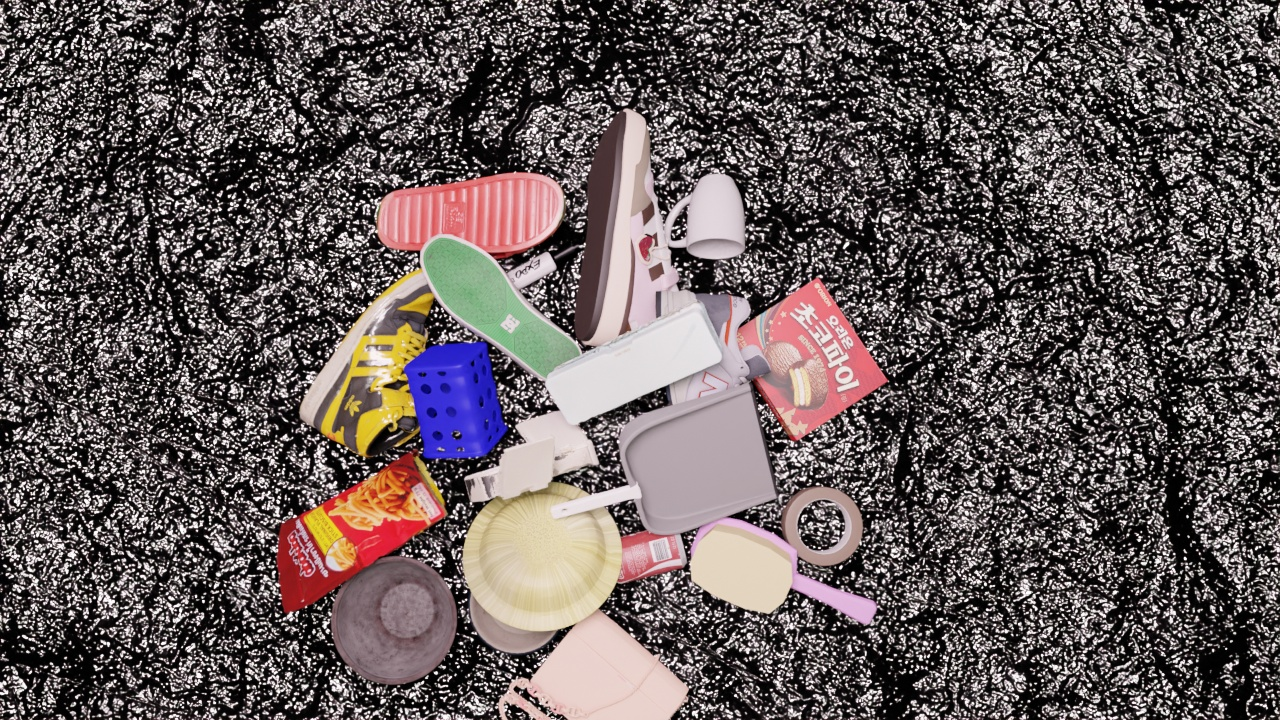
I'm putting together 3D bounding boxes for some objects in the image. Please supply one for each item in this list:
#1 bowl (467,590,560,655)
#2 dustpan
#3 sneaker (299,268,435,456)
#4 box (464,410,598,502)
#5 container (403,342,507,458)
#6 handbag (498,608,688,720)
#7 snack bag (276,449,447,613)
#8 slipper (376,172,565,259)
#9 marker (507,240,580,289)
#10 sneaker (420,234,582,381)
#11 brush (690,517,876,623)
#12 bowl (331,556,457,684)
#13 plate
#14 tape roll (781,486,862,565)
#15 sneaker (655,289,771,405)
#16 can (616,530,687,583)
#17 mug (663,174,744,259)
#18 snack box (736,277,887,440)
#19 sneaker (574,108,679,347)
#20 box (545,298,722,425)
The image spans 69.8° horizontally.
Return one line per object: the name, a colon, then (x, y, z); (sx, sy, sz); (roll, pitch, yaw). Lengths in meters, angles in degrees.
bowl: (-0.144, 0.287, 1.097); (0.115, 0.059, 0.115); (0, 85, 0)
dustpan: (0.022, 0.134, 1.051); (0.258, 0.033, 0.163); (-15, 120, 3)
sneaker: (-0.294, 0.010, 1.108); (0.122, 0.086, 0.238); (38, 90, 9)
box: (-0.117, 0.104, 1.038); (0.143, 0.182, 0.081); (-16, 87, -26)
container: (-0.217, 0.045, 1.081); (0.084, 0.085, 0.114); (-3, 110, 16)
handbag: (-0.032, 0.383, 1.024); (0.199, 0.187, 0.116); (39, 93, 8)
snack bag: (-0.336, 0.200, 1.092); (0.208, 0.067, 0.139); (-33, 46, -5)
slipper: (-0.206, -0.174, 1.141); (0.249, 0.059, 0.103); (-3, 86, 15)
marker: (-0.133, -0.114, 1.151); (0.126, 0.025, 0.025); (-29, 85, -3)
sneaker: (-0.172, -0.056, 1.113); (0.235, 0.079, 0.084); (42, 79, -4)
brush: (0.169, 0.262, 1.089); (0.229, 0.043, 0.089); (22, 107, 7)
bowl: (-0.285, 0.303, 1.092); (0.145, 0.067, 0.145); (0, 85, 0)
plate: (-0.113, 0.215, 1.059); (0.184, 0.036, 0.184); (2, 56, -3)
tape roll: (0.221, 0.201, 1.120); (0.094, 0.030, 0.093); (0, 85, 0)
sneaker: (0.093, 0.026, 1.084); (0.124, 0.088, 0.240); (-11, 103, 3)
can: (0.004, 0.234, 1.105); (0.096, 0.054, 0.054); (-14, 85, -1)
mug: (0.077, -0.178, 1.143); (0.107, 0.071, 0.089); (-6, 74, 27)
snack box: (0.203, -0.001, 1.135); (0.132, 0.036, 0.152); (-33, 86, -3)
sneaker: (0.000, -0.158, 1.127); (0.116, 0.112, 0.293); (8, 83, -21)
box: (-0.007, 0.006, 1.028); (0.199, 0.072, 0.086); (-26, 77, 16)
